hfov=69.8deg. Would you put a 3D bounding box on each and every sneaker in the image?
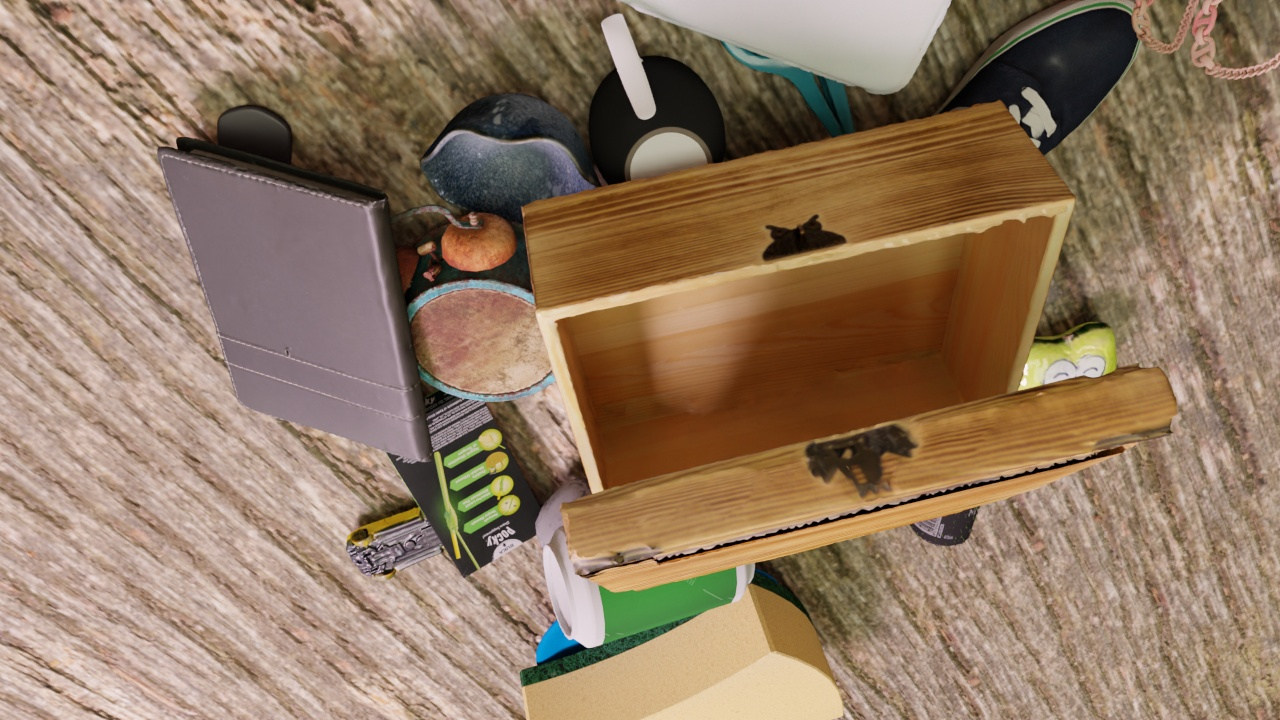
[{"bbox_3d":[0.227,-0.138,0.593,0.236,0.079,0.084,-39,116,17],"label":"sneaker"}]

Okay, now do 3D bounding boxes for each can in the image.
[{"bbox_3d":[0.258,0.089,0.750,0.054,0.053,0.138,0,122,-6],"label":"can"},{"bbox_3d":[0.006,0.150,0.672,0.139,0.087,0.088,-12,123,-19],"label":"can"}]

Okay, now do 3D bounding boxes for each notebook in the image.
[{"bbox_3d":[-0.220,-0.033,0.597,0.169,0.029,0.209,17,129,17],"label":"notebook"}]

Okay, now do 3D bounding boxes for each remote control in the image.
[{"bbox_3d":[-0.254,-0.106,0.605,0.046,0.009,0.125,7,120,-10],"label":"remote control"}]

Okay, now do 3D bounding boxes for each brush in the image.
[{"bbox_3d":[0.040,0.294,0.809,0.250,0.075,0.195,-27,138,11],"label":"brush"}]

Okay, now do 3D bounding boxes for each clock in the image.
[{"bbox_3d":[-0.112,-0.047,0.612,0.121,0.073,0.157,-21,134,19],"label":"clock"}]

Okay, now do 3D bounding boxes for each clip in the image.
[{"bbox_3d":[0.107,-0.205,0.573,0.121,0.033,0.119,20,114,-17],"label":"clip"}]

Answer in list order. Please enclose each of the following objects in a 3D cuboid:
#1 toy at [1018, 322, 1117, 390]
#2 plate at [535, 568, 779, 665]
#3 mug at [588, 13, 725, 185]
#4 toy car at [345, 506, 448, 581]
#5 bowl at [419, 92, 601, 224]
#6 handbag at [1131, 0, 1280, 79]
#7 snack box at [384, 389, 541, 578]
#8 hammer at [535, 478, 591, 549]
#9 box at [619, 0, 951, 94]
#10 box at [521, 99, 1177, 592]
[{"bbox_3d":[0.328,0.022,0.723,0.092,0.046,0.115,-14,130,-3],"label":"toy"},{"bbox_3d":[0.017,0.234,0.813,0.224,0.024,0.225,-10,138,-9],"label":"plate"},{"bbox_3d":[0.006,-0.146,0.553,0.085,0.100,0.119,-21,121,7],"label":"mug"},{"bbox_3d":[-0.188,0.145,0.753,0.107,0.030,0.049,-20,120,0],"label":"toy car"},{"bbox_3d":[-0.077,-0.130,0.572,0.110,0.055,0.110,6,160,2],"label":"bowl"},{"bbox_3d":[0.261,-0.268,0.453,0.116,0.187,0.199,7,125,-18],"label":"handbag"},{"bbox_3d":[-0.136,0.092,0.714,0.080,0.025,0.148,-29,122,-12],"label":"snack box"},{"bbox_3d":[0.055,0.051,0.709,0.329,0.052,0.098,-45,131,14],"label":"hammer"},{"bbox_3d":[0.080,-0.252,0.493,0.211,0.084,0.186,23,122,0],"label":"box"},{"bbox_3d":[0.098,0.040,0.535,0.279,0.220,0.259,-14,141,-1],"label":"box"}]
